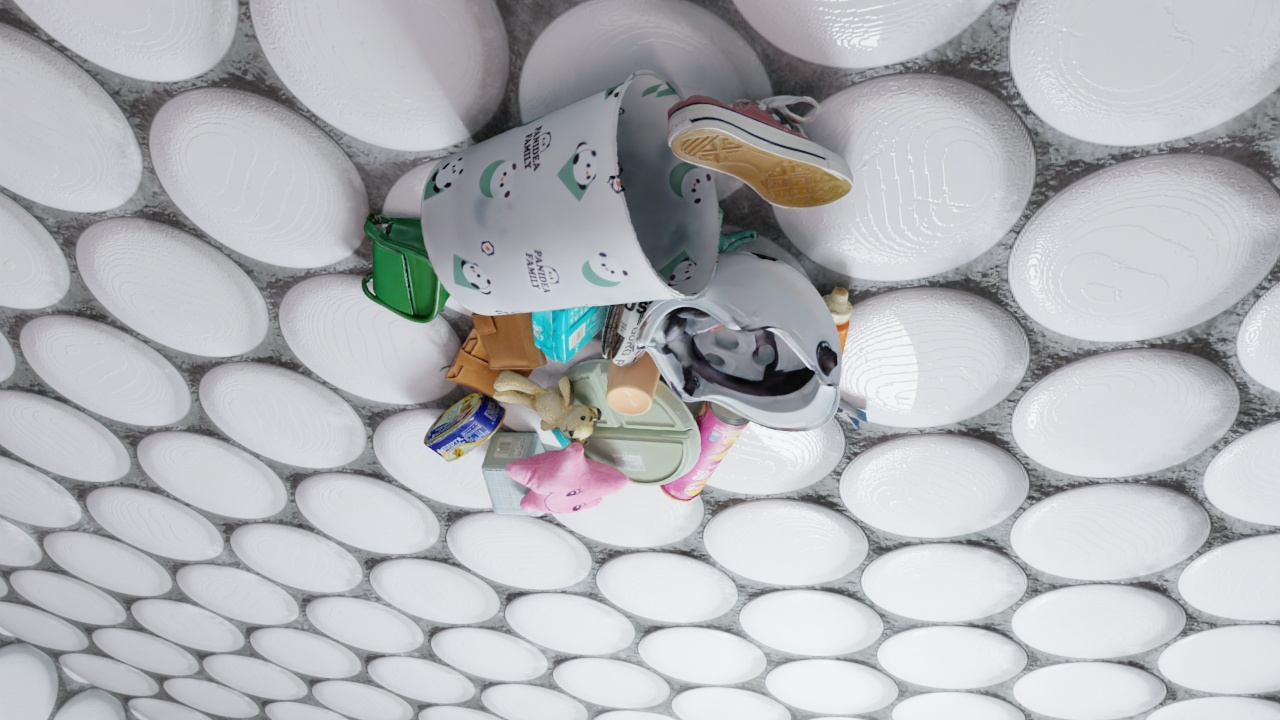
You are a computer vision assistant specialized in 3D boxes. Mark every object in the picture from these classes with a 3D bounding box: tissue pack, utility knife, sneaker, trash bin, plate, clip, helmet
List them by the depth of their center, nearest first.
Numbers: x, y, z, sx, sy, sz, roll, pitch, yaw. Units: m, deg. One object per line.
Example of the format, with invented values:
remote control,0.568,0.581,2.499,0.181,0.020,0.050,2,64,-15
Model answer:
sneaker,0.126,-0.226,0.936,0.240,0.087,0.119,13,156,-35
trash bin,-0.076,-0.155,0.964,0.252,0.228,0.229,-9,135,28
helmet,0.131,-0.035,1.081,0.258,0.145,0.230,35,152,-29
tissue pack,-0.077,-0.069,1.123,0.050,0.133,0.093,27,139,21
clip,0.287,0.072,1.274,0.058,0.026,0.038,31,127,-13
plate,-0.024,0.095,1.316,0.230,0.027,0.231,18,134,19
utility knife,-0.126,0.109,1.414,0.029,0.013,0.158,-5,139,21

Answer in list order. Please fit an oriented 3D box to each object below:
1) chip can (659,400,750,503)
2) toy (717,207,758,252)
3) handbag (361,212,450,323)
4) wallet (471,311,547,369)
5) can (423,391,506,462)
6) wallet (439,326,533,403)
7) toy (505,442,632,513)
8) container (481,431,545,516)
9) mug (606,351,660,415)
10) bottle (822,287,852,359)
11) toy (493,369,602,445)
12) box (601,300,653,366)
chip can,0.092,0.126,1.341,0.071,0.071,0.211,18,138,-8
toy,0.086,-0.149,1.072,0.096,0.030,0.092,-14,138,15
handbag,-0.294,-0.120,1.163,0.120,0.067,0.132,21,139,0
wallet,-0.176,-0.052,1.178,0.108,0.031,0.132,-1,109,43
can,-0.267,0.100,1.389,0.049,0.074,0.149,40,131,-24
wallet,-0.214,0.001,1.302,0.119,0.035,0.131,20,138,-19
toy,-0.102,0.174,1.341,0.178,0.074,0.195,-4,146,-1
container,-0.194,0.176,1.448,0.090,0.090,0.112,1,135,10
mug,-0.007,0.007,1.192,0.078,0.122,0.078,7,139,6
bottle,0.231,-0.030,1.150,0.067,0.066,0.150,11,131,0
toy,-0.133,0.063,1.288,0.157,0.066,0.105,25,121,1
box,-0.019,-0.076,1.114,0.082,0.075,0.164,34,121,28
